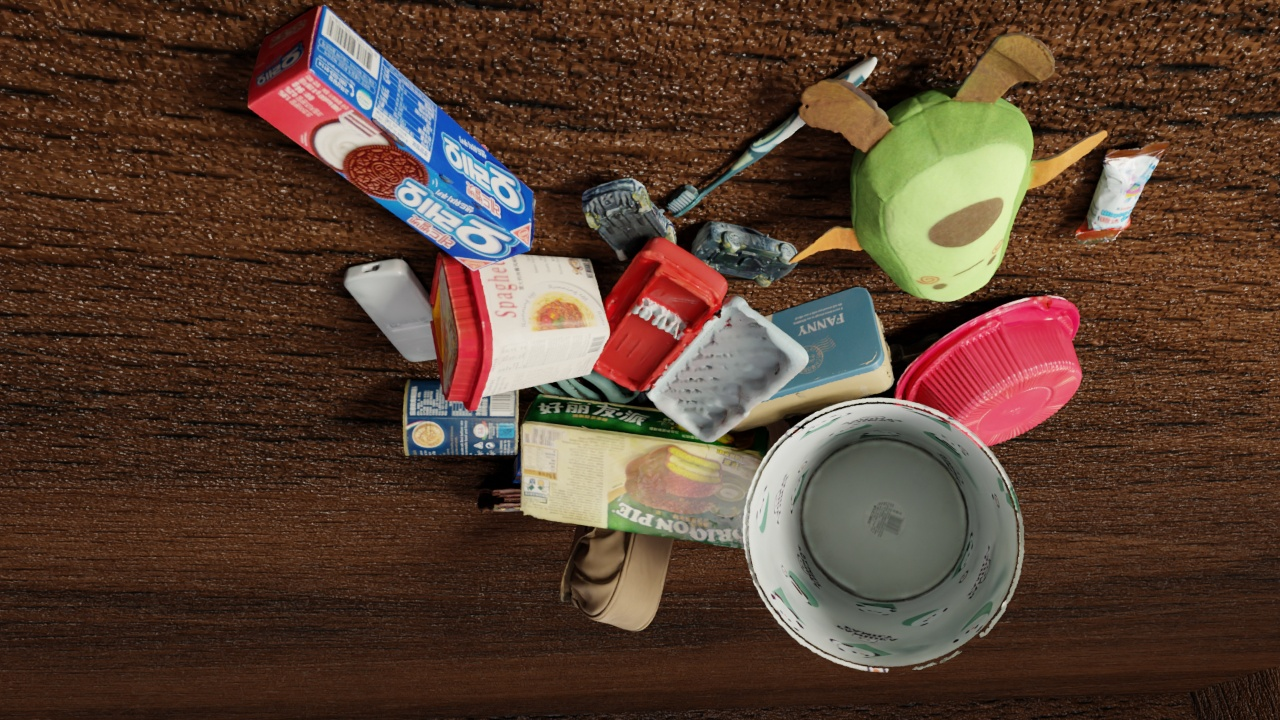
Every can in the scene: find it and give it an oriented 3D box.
[{"bbox_3d":[-0.175,0.056,0.907,0.111,0.075,0.075,1,149,-9],"label":"can"}]

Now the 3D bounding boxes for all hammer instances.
[{"bbox_3d":[0.308,0.064,1.023,0.126,0.031,0.323,-18,147,22],"label":"hammer"}]

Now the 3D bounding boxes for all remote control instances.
[{"bbox_3d":[-0.203,-0.041,0.793,0.056,0.020,0.136,-10,149,8],"label":"remote control"}]

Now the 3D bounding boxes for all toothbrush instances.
[{"bbox_3d":[0.085,-0.154,0.643,0.018,0.016,0.192,31,137,-29],"label":"toothbrush"}]

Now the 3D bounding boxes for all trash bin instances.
[{"bbox_3d":[0.232,0.159,0.892,0.230,0.229,0.251,-12,171,14],"label":"trash bin"}]

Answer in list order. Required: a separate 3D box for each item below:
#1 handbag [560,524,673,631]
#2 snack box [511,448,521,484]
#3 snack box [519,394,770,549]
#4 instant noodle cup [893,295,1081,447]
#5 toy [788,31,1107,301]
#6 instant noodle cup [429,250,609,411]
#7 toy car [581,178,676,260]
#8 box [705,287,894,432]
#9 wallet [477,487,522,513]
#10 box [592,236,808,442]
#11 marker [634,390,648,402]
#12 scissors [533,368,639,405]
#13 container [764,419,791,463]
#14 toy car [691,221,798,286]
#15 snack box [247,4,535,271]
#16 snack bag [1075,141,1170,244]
[{"bbox_3d":[-0.026,0.199,1.051,0.099,0.204,0.148,25,153,-23],"label":"handbag"},{"bbox_3d":[-0.090,0.103,1.044,0.084,0.026,0.158,6,148,-17],"label":"snack box"},{"bbox_3d":[0.002,0.109,0.910,0.240,0.063,0.115,6,118,7],"label":"snack box"},{"bbox_3d":[0.346,0.025,0.885,0.193,0.065,0.194,-15,147,-10],"label":"instant noodle cup"},{"bbox_3d":[0.209,-0.119,0.642,0.227,0.089,0.247,-17,148,15],"label":"toy"},{"bbox_3d":[-0.099,-0.030,0.745,0.124,0.116,0.117,-4,152,-22],"label":"instant noodle cup"},{"bbox_3d":[-0.007,-0.106,0.693,0.049,0.031,0.105,-12,159,16],"label":"toy car"},{"bbox_3d":[0.146,0.001,0.840,0.185,0.089,0.059,-21,144,23],"label":"box"},{"bbox_3d":[-0.141,0.170,1.118,0.101,0.032,0.125,3,170,-19],"label":"wallet"},{"bbox_3d":[0.037,-0.009,0.763,0.158,0.037,0.201,33,151,-4],"label":"box"},{"bbox_3d":[-0.005,0.005,0.899,0.022,0.018,0.131,-14,150,-1],"label":"marker"},{"bbox_3d":[-0.029,0.036,0.925,0.140,0.019,0.180,-11,148,35],"label":"scissors"},{"bbox_3d":[0.110,0.099,1.004,0.090,0.090,0.111,-24,147,30],"label":"container"},{"bbox_3d":[0.084,-0.087,0.737,0.090,0.034,0.043,9,145,-24],"label":"toy car"},{"bbox_3d":[-0.151,-0.135,0.604,0.058,0.057,0.207,-17,148,27],"label":"snack box"},{"bbox_3d":[0.368,-0.129,0.706,0.045,0.026,0.105,-5,148,8],"label":"snack bag"}]
